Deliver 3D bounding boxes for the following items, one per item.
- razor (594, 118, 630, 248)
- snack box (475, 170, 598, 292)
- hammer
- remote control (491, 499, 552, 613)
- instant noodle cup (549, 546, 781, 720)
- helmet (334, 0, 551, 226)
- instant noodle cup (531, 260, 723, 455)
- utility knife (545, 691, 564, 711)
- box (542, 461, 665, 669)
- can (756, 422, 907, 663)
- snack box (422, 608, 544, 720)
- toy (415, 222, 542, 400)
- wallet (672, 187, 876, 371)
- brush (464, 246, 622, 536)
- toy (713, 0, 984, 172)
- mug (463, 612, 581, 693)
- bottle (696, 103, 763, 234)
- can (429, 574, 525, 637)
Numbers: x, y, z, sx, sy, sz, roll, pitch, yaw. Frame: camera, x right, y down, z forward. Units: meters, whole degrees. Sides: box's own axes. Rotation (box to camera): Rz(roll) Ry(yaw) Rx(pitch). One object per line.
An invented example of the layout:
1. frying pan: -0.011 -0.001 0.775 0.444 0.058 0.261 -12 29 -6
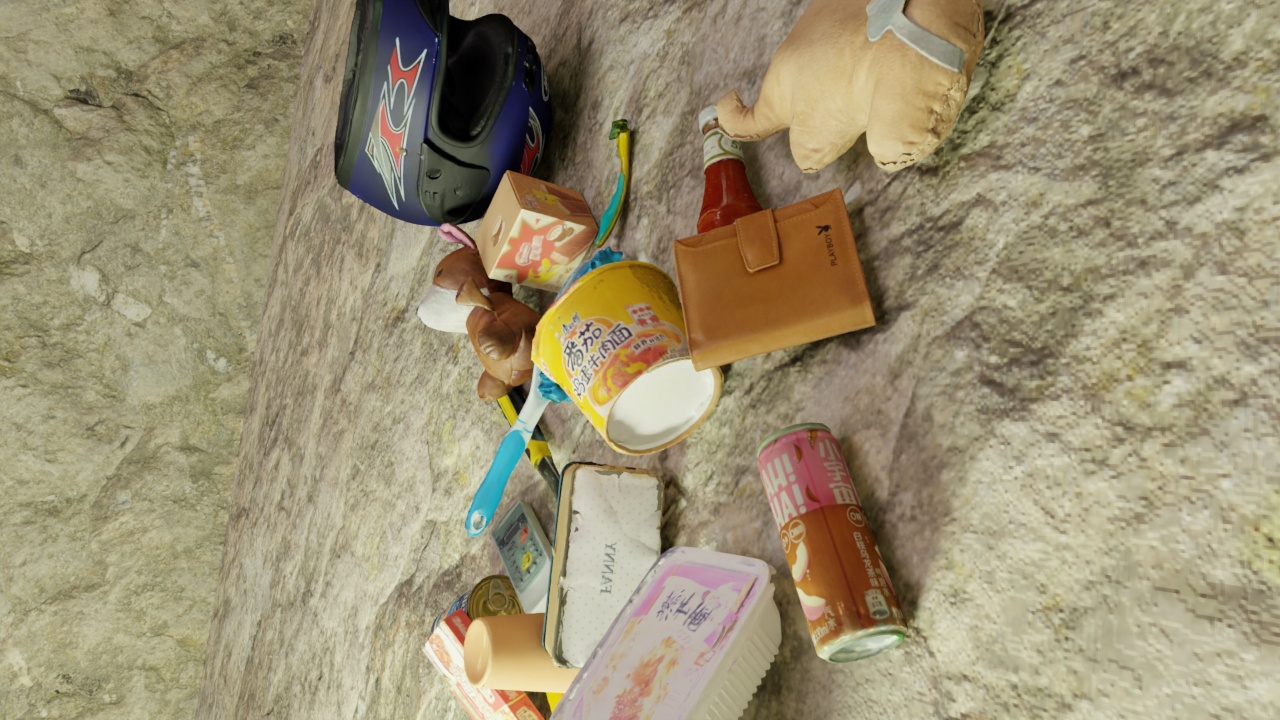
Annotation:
1. razor: -0.028 -0.178 0.939 0.043 0.028 0.132 145 135 -77
2. snack box: -0.115 -0.138 1.001 0.093 0.094 0.077 -57 39 31
3. hammer: -0.106 0.096 0.980 0.323 0.031 0.126 52 123 51
4. remote control: -0.118 0.206 0.963 0.056 0.019 0.135 -52 38 10
5. instant noodle cup: 0.027 0.221 0.651 0.173 0.060 0.138 -51 22 -25
6. helmet: -0.221 -0.301 1.070 0.316 0.240 0.247 125 143 -50
7. instant noodle cup: -0.005 0.004 0.763 0.138 0.137 0.109 -59 45 28
8. utility knife: -0.084 0.313 0.894 0.033 0.015 0.163 -58 38 29
9. box: -0.031 0.166 0.779 0.061 0.089 0.184 149 130 -74
10. can: 0.121 0.116 0.595 0.058 0.057 0.147 -48 44 40
11. snack box: -0.155 0.328 0.917 0.153 0.025 0.075 49 134 13
12. toy: -0.183 -0.053 1.030 0.199 0.130 0.140 63 154 30
13. wallet: 0.092 -0.057 0.656 0.132 0.031 0.107 -15 67 17
14. brush: -0.096 0.037 0.918 0.110 0.060 0.314 5 72 64
15. toy: 0.139 -0.202 0.640 0.226 0.082 0.143 20 87 60
16. mug: -0.091 0.260 0.822 0.078 0.122 0.078 -25 60 53
17. bottle: 0.073 -0.116 0.739 0.060 0.059 0.205 -33 53 49
18. can: -0.172 0.284 0.984 0.111 0.075 0.075 -43 47 44
